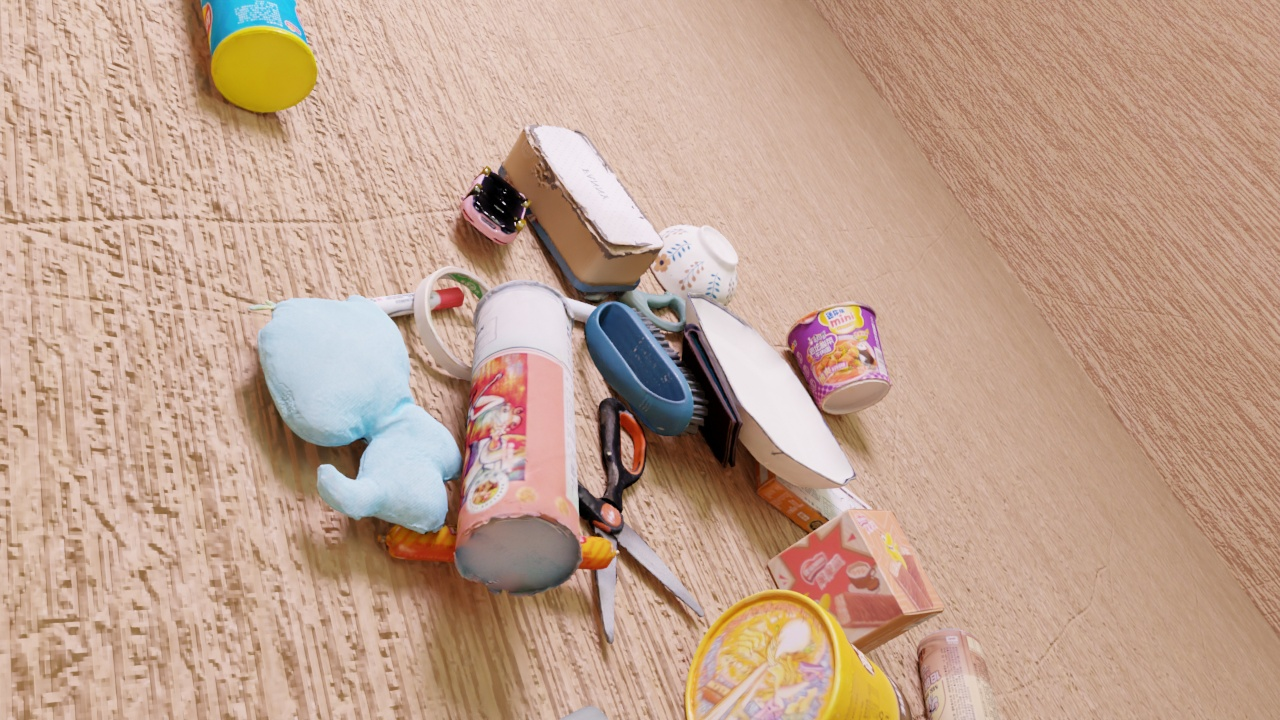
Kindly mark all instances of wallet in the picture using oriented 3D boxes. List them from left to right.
[{"bbox_3d":[0.059,0.034,0.788,0.122,0.020,0.096,85,-21,-66],"label":"wallet"}]

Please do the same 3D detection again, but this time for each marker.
[{"bbox_3d":[-0.175,-0.037,0.634,0.017,0.017,0.145,54,29,10],"label":"marker"},{"bbox_3d":[-0.054,-0.045,0.804,0.130,0.023,0.018,15,33,-44],"label":"marker"}]

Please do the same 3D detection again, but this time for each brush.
[{"bbox_3d":[-0.004,0.004,0.761,0.073,0.055,0.144,11,35,-48],"label":"brush"}]

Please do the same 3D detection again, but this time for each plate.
[{"bbox_3d":[0.111,0.030,0.877,0.162,0.034,0.265,31,23,-32],"label":"plate"}]

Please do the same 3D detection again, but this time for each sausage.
[{"bbox_3d":[-0.080,0.114,0.556,0.165,0.022,0.021,13,44,-36],"label":"sausage"}]

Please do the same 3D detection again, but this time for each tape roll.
[{"bbox_3d":[-0.127,-0.026,0.666,0.085,0.014,0.085,36,42,-40],"label":"tape roll"}]

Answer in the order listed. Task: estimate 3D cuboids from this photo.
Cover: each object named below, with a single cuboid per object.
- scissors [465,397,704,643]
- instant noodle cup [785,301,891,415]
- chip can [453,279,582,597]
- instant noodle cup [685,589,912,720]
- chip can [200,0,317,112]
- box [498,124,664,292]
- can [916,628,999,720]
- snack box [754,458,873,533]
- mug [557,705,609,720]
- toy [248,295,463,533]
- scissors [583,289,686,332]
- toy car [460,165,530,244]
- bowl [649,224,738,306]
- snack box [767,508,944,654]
[{"bbox_3d":[-0.033,0.095,0.661,0.221,0.022,0.233,37,30,-20],"label":"scissors"},{"bbox_3d":[0.234,0.003,1.065,0.111,0.112,0.099,17,50,-43],"label":"instant noodle cup"},{"bbox_3d":[-0.073,0.039,0.570,0.071,0.071,0.214,32,30,-28],"label":"chip can"},{"bbox_3d":[0.111,0.229,0.605,0.114,0.119,0.118,39,29,-32],"label":"instant noodle cup"},{"bbox_3d":[-0.304,-0.286,0.705,0.071,0.071,0.210,13,43,-47],"label":"chip can"},{"bbox_3d":[-0.053,-0.140,0.861,0.089,0.062,0.184,-5,55,-45],"label":"box"},{"bbox_3d":[0.280,0.297,0.805,0.058,0.059,0.116,39,30,-17],"label":"can"},{"bbox_3d":[0.173,0.137,0.887,0.153,0.026,0.075,37,30,-19],"label":"snack box"},{"bbox_3d":[-0.022,0.234,0.461,0.124,0.084,0.103,33,19,33],"label":"mug"},{"bbox_3d":[-0.166,0.022,0.535,0.156,0.050,0.161,40,27,-17],"label":"toy"},{"bbox_3d":[-0.023,-0.092,0.909,0.176,0.019,0.172,11,46,-46],"label":"scissors"},{"bbox_3d":[-0.127,-0.132,0.798,0.056,0.037,0.122,40,17,-18],"label":"toy car"},{"bbox_3d":[0.067,-0.107,1.006,0.113,0.062,0.113,35,31,-26],"label":"bowl"},{"bbox_3d":[0.177,0.187,0.763,0.077,0.093,0.094,11,46,-47],"label":"snack box"}]
